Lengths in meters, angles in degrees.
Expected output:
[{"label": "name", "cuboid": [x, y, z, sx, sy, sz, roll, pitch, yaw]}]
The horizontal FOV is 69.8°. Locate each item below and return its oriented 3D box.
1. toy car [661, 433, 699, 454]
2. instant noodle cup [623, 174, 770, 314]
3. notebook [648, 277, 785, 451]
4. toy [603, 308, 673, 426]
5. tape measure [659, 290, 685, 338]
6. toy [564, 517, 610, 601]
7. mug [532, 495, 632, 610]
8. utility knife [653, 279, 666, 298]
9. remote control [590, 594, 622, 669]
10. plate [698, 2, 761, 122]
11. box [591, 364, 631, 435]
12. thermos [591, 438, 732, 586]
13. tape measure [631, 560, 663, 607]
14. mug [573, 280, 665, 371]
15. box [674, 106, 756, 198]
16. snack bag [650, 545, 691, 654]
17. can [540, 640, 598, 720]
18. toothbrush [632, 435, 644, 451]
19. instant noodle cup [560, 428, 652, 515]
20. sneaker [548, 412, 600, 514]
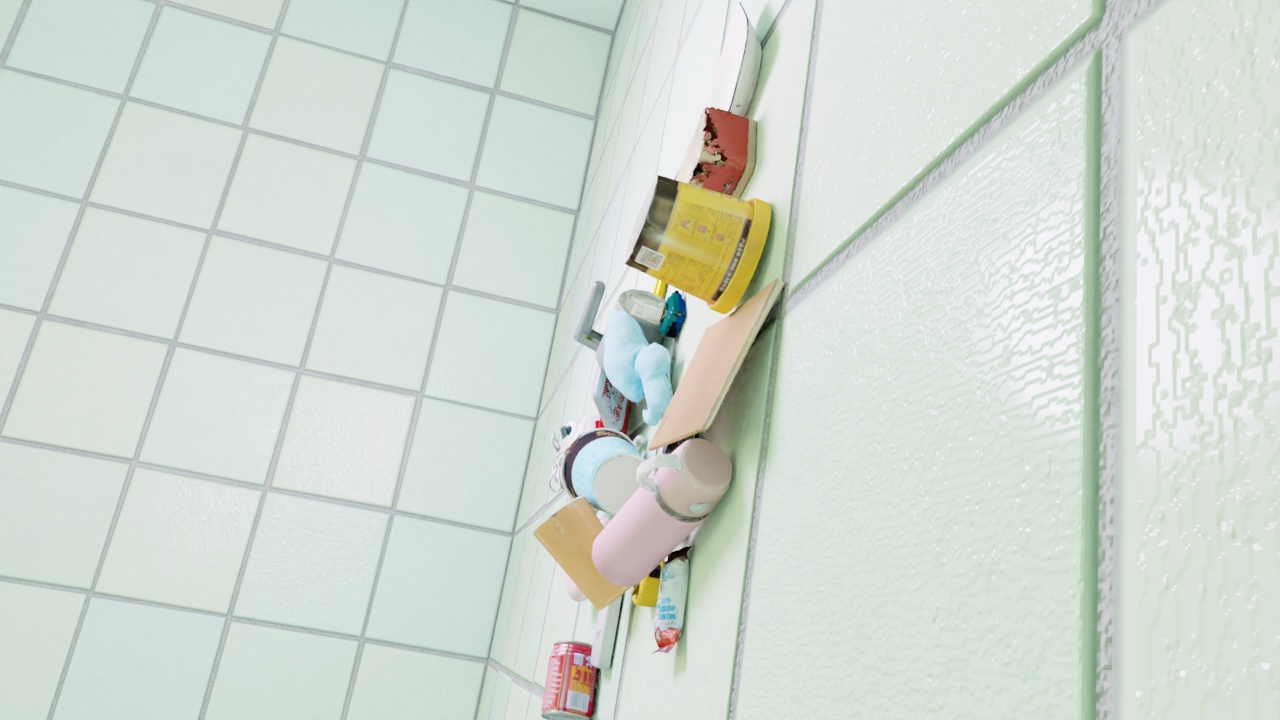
[{"label": "toy car", "cuboid": [0.041, 0.087, 0.967, 0.120, 0.037, 0.054, -84, 14, -68]}, {"label": "instant noodle cup", "cuboid": [0.052, -0.119, 0.902, 0.118, 0.114, 0.118, -162, 91, -81]}, {"label": "notebook", "cuboid": [0.064, 0.012, 0.874, 0.149, 0.012, 0.212, -62, 6, -15]}, {"label": "toy", "cuboid": [-0.007, 0.007, 1.183, 0.157, 0.049, 0.161, -15, 82, 56]}, {"label": "tape measure", "cuboid": [0.040, -0.057, 1.190, 0.058, 0.025, 0.055, -89, 16, -53]}, {"label": "toy", "cuboid": [-0.072, 0.280, 1.305, 0.160, 0.054, 0.121, 131, 152, -66]}, {"label": "mug", "cuboid": [-0.063, 0.234, 1.103, 0.078, 0.122, 0.078, -36, -12, -9]}, {"label": "utility knife", "cuboid": [0.024, -0.078, 1.340, 0.033, 0.015, 0.154, -158, 82, -74]}, {"label": "remote control", "cuboid": [-0.040, 0.322, 1.170, 0.056, 0.019, 0.135, 134, 148, -72]}, {"label": "plate", "cuboid": [0.111, -0.334, 1.114, 0.163, 0.034, 0.165, -90, 16, -52]}, {"label": "box", "cuboid": [-0.040, 0.052, 1.353, 0.200, 0.065, 0.160, -81, -6, -56]}, {"label": "thermos", "cuboid": [0.010, 0.145, 0.871, 0.199, 0.087, 0.067, 125, 146, -47]}, {"label": "tape measure", "cuboid": [0.005, 0.238, 0.999, 0.057, 0.029, 0.060, -94, 19, -57]}, {"label": "mug", "cuboid": [-0.026, -0.044, 1.274, 0.083, 0.124, 0.104, -50, -14, -52]}, {"label": "box", "cuboid": [0.069, -0.204, 1.064, 0.169, 0.077, 0.091, 116, 165, -55]}, {"label": "snack bag", "cuboid": [0.030, 0.230, 0.878, 0.048, 0.026, 0.104, 139, 144, -59]}, {"label": "can", "cuboid": [-0.090, 0.418, 1.194, 0.067, 0.066, 0.093, 118, 162, -57]}, {"label": "toothbrush", "cuboid": [-0.024, 0.144, 1.307, 0.190, 0.020, 0.029, 122, 153, -61]}, {"label": "instant noodle cup", "cuboid": [-0.037, 0.147, 1.163, 0.120, 0.111, 0.111, -168, 91, -74]}, {"label": "sneaker", "cuboid": [-0.102, 0.157, 1.418, 0.241, 0.091, 0.089, -83, -15, -63]}]
